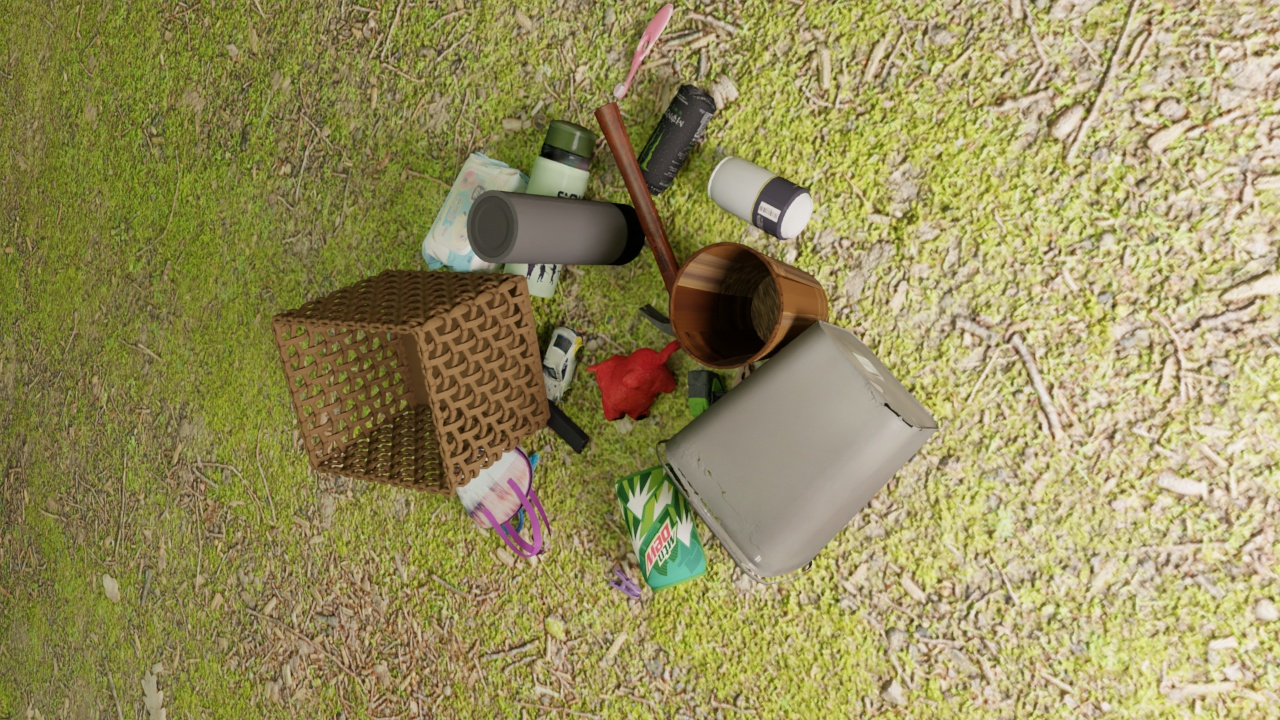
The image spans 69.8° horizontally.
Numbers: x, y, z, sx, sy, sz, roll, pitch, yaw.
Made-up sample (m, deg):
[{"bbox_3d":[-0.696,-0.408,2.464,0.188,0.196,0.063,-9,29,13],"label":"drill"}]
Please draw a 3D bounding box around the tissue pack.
[{"bbox_3d":[-0.229,-0.195,1.289,0.112,0.070,0.182,27,88,30],"label":"tissue pack"}]

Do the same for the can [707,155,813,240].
[{"bbox_3d":[0.135,-0.193,1.075,0.127,0.064,0.064,34,109,28],"label":"can"}]

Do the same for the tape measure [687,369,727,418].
[{"bbox_3d":[0.084,0.044,1.117,0.036,0.058,0.065,-2,88,32],"label":"tape measure"}]

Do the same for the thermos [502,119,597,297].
[{"bbox_3d":[-0.122,-0.207,1.240,0.082,0.082,0.231,25,105,30],"label":"thermos"}]

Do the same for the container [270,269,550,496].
[{"bbox_3d":[-0.292,0.016,1.208,0.252,0.213,0.220,5,114,29],"label":"container"}]

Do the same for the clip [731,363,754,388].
[{"bbox_3d":[0.131,0.035,1.108,0.039,0.024,0.060,22,99,31],"label":"clip"}]

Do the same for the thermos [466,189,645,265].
[{"bbox_3d":[-0.096,-0.159,1.127,0.082,0.239,0.082,4,96,36],"label":"thermos"}]

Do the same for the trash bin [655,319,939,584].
[{"bbox_3d":[0.177,0.090,0.988,0.220,0.197,0.197,-46,67,19],"label":"trash bin"}]

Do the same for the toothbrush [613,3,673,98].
[{"bbox_3d":[0.003,-0.399,1.185,0.021,0.016,0.135,43,113,23],"label":"toothbrush"}]

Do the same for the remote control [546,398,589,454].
[{"bbox_3d":[-0.126,0.078,1.282,0.136,0.015,0.032,40,112,26],"label":"remote control"}]

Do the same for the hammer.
[{"bbox_3d":[0.012,-0.172,1.133,0.111,0.028,0.300,-18,97,32],"label":"hammer"}]

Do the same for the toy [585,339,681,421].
[{"bbox_3d":[-0.007,0.007,1.168,0.133,0.088,0.094,-44,57,25],"label":"toy"}]

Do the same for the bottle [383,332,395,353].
[{"bbox_3d":[-0.301,-0.076,1.362,0.186,0.053,0.053,-39,71,17],"label":"bottle"}]

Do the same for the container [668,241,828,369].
[{"bbox_3d":[0.131,-0.059,1.019,0.132,0.167,0.132,1,92,33],"label":"container"}]

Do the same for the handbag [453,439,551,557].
[{"bbox_3d":[-0.184,0.199,1.286,0.145,0.067,0.170,-49,65,26],"label":"handbag"}]

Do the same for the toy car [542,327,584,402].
[{"bbox_3d":[-0.113,0.006,1.263,0.048,0.033,0.105,24,105,29],"label":"toy car"}]

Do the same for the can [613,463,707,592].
[{"bbox_3d":[0.026,0.208,1.145,0.083,0.083,0.144,-25,78,31],"label":"can"}]

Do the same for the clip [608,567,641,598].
[{"bbox_3d":[-0.023,0.303,1.224,0.041,0.014,0.052,-48,65,24],"label":"clip"}]

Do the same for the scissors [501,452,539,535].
[{"bbox_3d":[-0.176,0.188,1.322,0.066,0.015,0.135,38,109,30],"label":"scissors"}]

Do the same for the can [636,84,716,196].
[{"bbox_3d":[0.040,-0.274,1.141,0.054,0.053,0.138,44,113,25],"label":"can"}]
